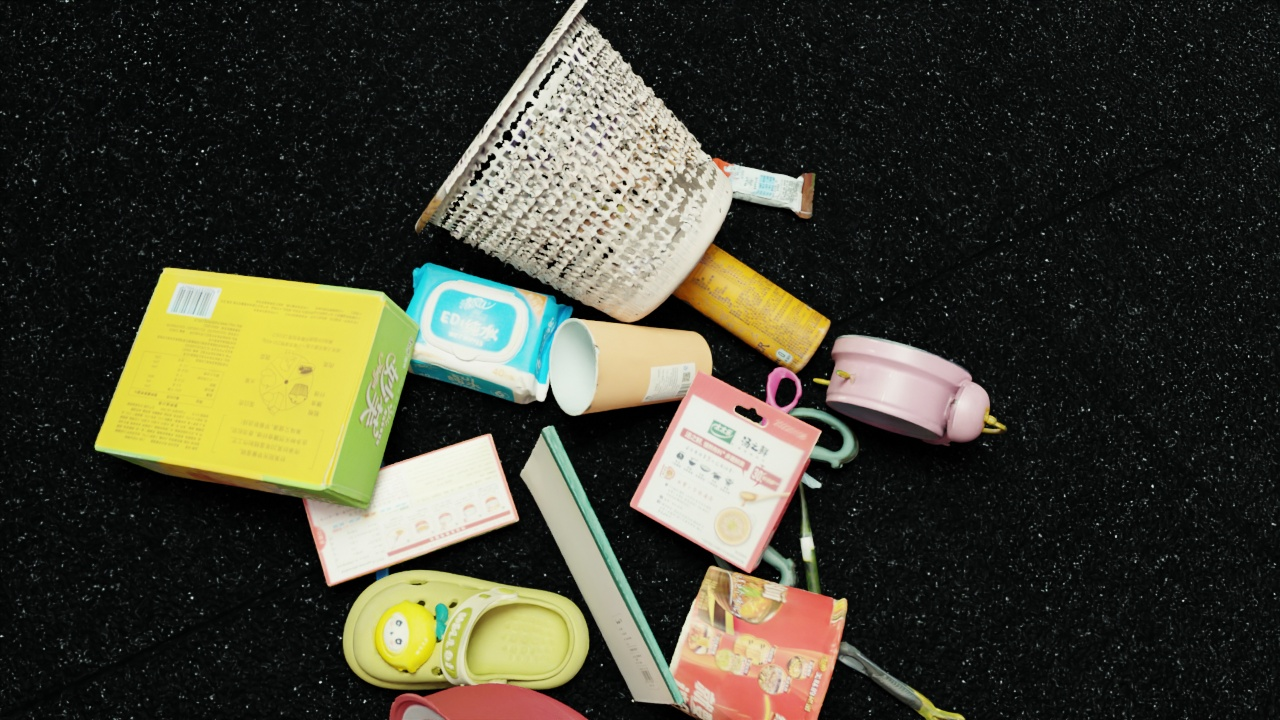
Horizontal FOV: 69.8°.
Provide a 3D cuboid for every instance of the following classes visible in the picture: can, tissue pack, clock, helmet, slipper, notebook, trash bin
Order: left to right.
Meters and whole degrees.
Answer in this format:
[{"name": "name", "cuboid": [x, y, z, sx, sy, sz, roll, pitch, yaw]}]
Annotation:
[{"name": "slipper", "cuboid": [-0.133, 0.209, 0.708, 0.190, 0.082, 0.091, 6, 71, -7]}, {"name": "tissue pack", "cuboid": [-0.136, -0.024, 0.782, 0.140, 0.063, 0.089, 16, 73, -1]}, {"name": "helmet", "cuboid": [-0.070, 0.321, 0.630, 0.143, 0.207, 0.240, -10, 42, -32]}, {"name": "trash bin", "cuboid": [-0.041, -0.143, 0.750, 0.192, 0.228, 0.227, 36, 72, -15]}, {"name": "notebook", "cuboid": [-0.035, 0.161, 0.695, 0.012, 0.151, 0.209, -24, 78, -19]}, {"name": "can", "cuboid": [0.094, -0.050, 0.817, 0.146, 0.058, 0.058, 34, 73, 4]}, {"name": "clock", "cuboid": [0.232, 0.032, 0.781, 0.158, 0.117, 0.059, 18, 83, 2]}]

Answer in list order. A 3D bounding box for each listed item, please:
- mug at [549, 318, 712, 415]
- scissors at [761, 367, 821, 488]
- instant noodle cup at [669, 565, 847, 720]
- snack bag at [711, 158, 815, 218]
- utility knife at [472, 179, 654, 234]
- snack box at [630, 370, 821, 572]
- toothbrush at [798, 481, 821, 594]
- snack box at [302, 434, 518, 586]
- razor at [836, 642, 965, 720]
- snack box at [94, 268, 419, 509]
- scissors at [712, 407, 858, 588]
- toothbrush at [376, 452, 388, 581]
[{"name": "mug", "cuboid": [-0.005, 0.004, 0.766, 0.122, 0.078, 0.078, -1, 72, -33]}, {"name": "scissors", "cuboid": [0.101, 0.063, 0.782, 0.133, 0.017, 0.135, 35, 82, 15]}, {"name": "instant noodle cup", "cuboid": [0.084, 0.228, 0.700, 0.108, 0.138, 0.137, 19, 72, 10]}, {"name": "snack bag", "cuboid": [0.113, -0.163, 0.869, 0.104, 0.026, 0.048, 7, 79, -5]}, {"name": "utility knife", "cuboid": [-0.051, -0.137, 0.853, 0.213, 0.022, 0.030, 13, 69, 2]}, {"name": "snack box", "cuboid": [0.071, 0.089, 0.750, 0.113, 0.044, 0.127, 28, 92, 18]}, {"name": "toothbrush", "cuboid": [0.141, 0.167, 0.784, 0.017, 0.012, 0.185, -6, 75, -2]}, {"name": "snack box", "cuboid": [-0.185, 0.120, 0.745, 0.155, 0.027, 0.077, -17, 81, -16]}, {"name": "razor", "cuboid": [0.219, 0.278, 0.756, 0.143, 0.022, 0.043, 36, 117, 8]}, {"name": "snack box", "cuboid": [-0.296, 0.020, 0.720, 0.210, 0.070, 0.157, 7, 72, 15]}, {"name": "scissors", "cuboid": [0.109, 0.121, 0.783, 0.170, 0.019, 0.179, -8, 76, 1]}, {"name": "toothbrush", "cuboid": [-0.217, 0.109, 0.764, 0.014, 0.016, 0.189, -3, 77, -13]}]
